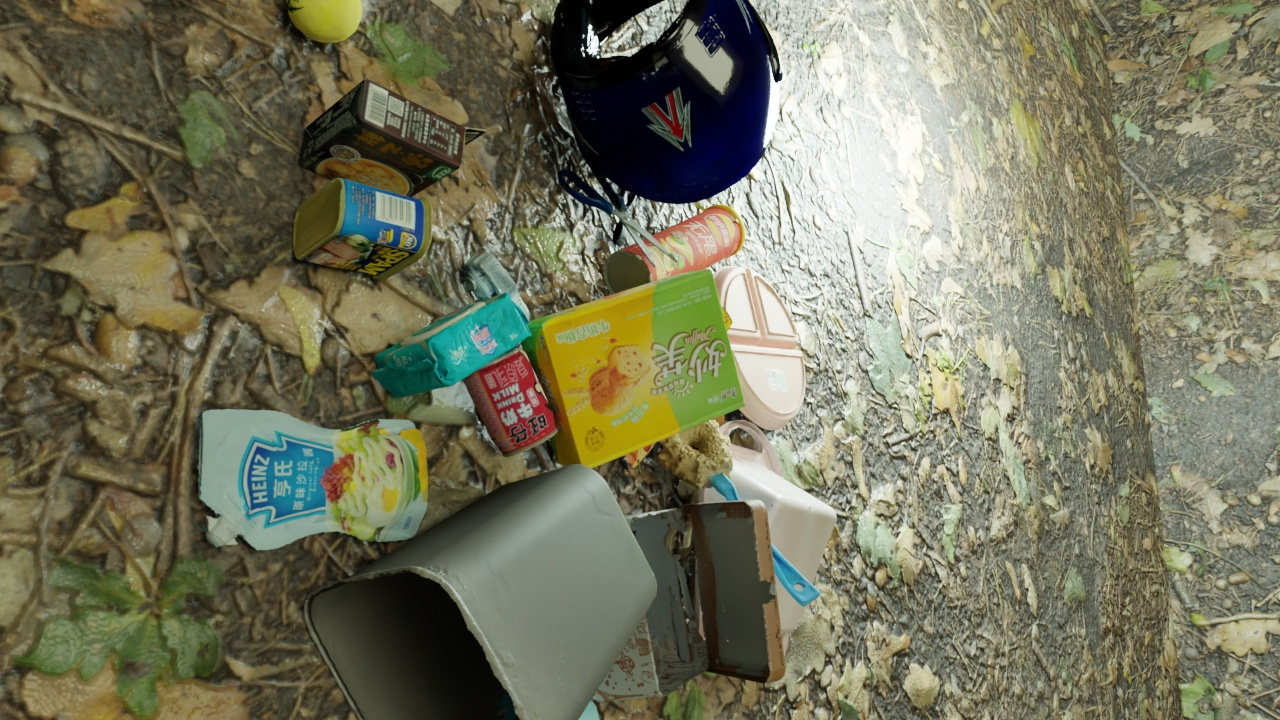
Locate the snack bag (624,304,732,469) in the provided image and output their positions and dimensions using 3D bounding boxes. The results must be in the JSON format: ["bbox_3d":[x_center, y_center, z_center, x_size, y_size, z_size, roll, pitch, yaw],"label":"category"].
[{"bbox_3d":[0.016,0.009,1.049,0.128,0.073,0.207,50,64,-25],"label":"snack bag"}]

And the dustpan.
[{"bbox_3d":[0.125,0.222,1.119,0.222,0.139,0.273,25,90,-52],"label":"dustpan"}]

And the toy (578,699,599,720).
[{"bbox_3d":[-0.075,0.348,0.872,0.156,0.050,0.161,58,37,-6],"label":"toy"}]

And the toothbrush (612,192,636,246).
[{"bbox_3d":[-0.006,-0.214,1.145,0.017,0.014,0.188,44,49,-38],"label":"toothbrush"}]

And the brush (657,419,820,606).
[{"bbox_3d":[0.106,0.159,0.998,0.083,0.046,0.254,-23,59,-25],"label":"brush"}]

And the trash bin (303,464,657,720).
[{"bbox_3d":[-0.117,0.213,0.774,0.219,0.200,0.198,-35,101,-52],"label":"trash bin"}]

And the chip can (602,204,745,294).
[{"bbox_3d":[0.046,-0.131,1.131,0.215,0.073,0.073,-33,102,-45],"label":"chip can"}]

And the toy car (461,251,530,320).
[{"bbox_3d":[-0.145,-0.069,0.940,0.090,0.034,0.042,58,42,-18],"label":"toy car"}]

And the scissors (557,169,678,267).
[{"bbox_3d":[-0.029,-0.171,1.058,0.156,0.012,0.165,15,41,-25],"label":"scissors"}]

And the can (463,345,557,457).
[{"bbox_3d":[-0.127,0.040,0.899,0.066,0.067,0.094,-32,102,-46],"label":"can"}]

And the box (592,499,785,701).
[{"bbox_3d":[0.053,0.237,0.922,0.154,0.188,0.182,5,74,-62],"label":"box"}]

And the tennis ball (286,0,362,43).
[{"bbox_3d":[-0.290,-0.326,0.843,0.065,0.066,0.065,16,66,-42],"label":"tennis ball"}]

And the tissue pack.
[{"bbox_3d":[-0.175,-0.014,0.847,0.133,0.093,0.050,-38,110,-46],"label":"tissue pack"}]

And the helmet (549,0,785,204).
[{"bbox_3d":[0.036,-0.323,1.066,0.240,0.248,0.314,49,22,-42],"label":"helmet"}]

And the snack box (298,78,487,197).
[{"bbox_3d":[-0.225,-0.193,0.835,0.125,0.113,0.053,21,65,-40],"label":"snack box"}]

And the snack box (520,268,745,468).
[{"bbox_3d":[-0.006,0.006,0.965,0.209,0.070,0.158,-20,100,-25],"label":"snack box"}]

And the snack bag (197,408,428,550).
[{"bbox_3d":[-0.267,0.098,0.759,0.190,0.039,0.110,7,84,-44],"label":"snack bag"}]

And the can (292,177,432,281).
[{"bbox_3d":[-0.244,-0.114,0.801,0.083,0.102,0.057,10,71,-41],"label":"can"}]

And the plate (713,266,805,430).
[{"bbox_3d":[0.159,-0.021,1.223,0.229,0.028,0.229,29,51,-45],"label":"plate"}]

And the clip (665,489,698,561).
[{"bbox_3d":[0.065,0.198,1.080,0.071,0.035,0.099,58,36,-16],"label":"clip"}]

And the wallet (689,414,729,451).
[{"bbox_3d":[0.067,0.047,1.126,0.107,0.031,0.131,21,64,-40],"label":"wallet"}]
